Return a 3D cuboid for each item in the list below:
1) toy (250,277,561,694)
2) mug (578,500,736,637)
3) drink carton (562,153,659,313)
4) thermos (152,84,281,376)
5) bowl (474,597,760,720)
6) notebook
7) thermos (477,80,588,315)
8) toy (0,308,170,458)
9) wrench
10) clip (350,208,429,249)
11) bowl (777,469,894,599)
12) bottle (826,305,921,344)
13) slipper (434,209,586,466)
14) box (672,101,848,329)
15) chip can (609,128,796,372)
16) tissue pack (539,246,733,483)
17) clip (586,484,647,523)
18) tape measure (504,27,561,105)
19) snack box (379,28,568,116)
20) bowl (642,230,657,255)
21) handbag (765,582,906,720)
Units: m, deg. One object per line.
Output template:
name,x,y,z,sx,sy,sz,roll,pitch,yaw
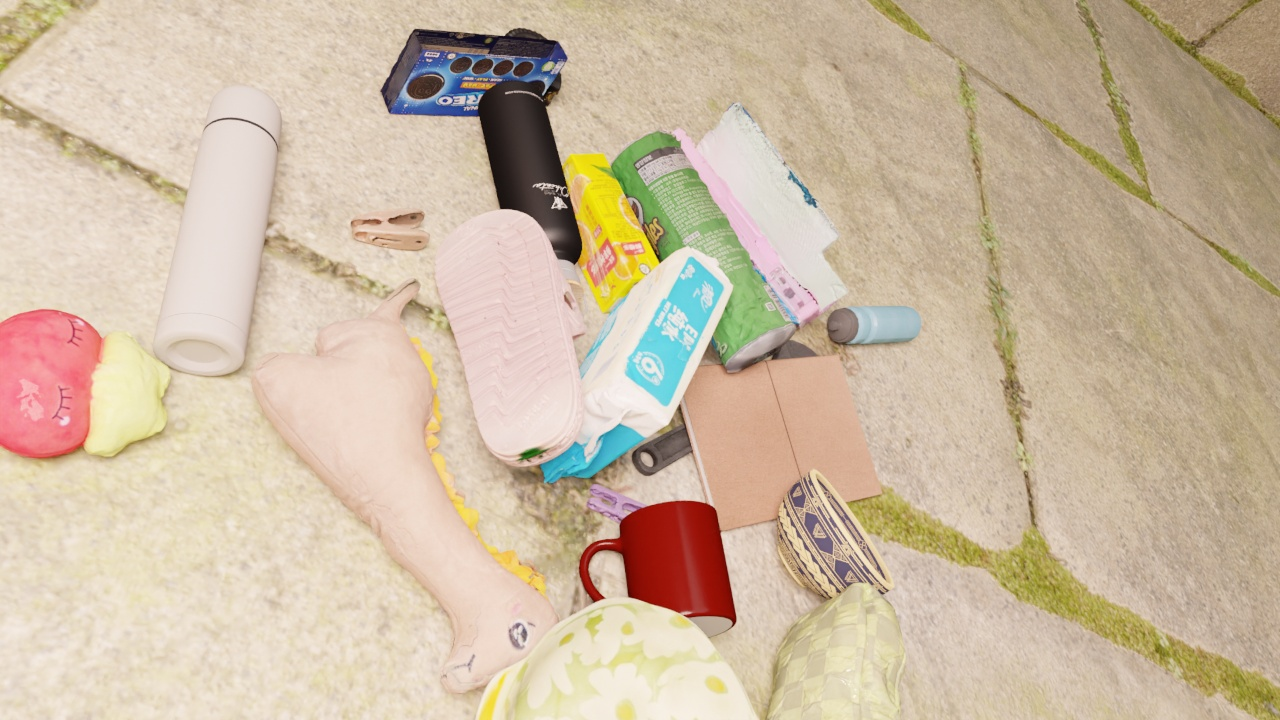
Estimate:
toy,-0.130,0.077,0.606,0.264,0.065,0.195,47,45,-4
mug,0.010,0.154,0.656,0.105,0.073,0.082,-5,59,-6
drink carton,-0.034,-0.113,0.814,0.042,0.059,0.134,-11,68,-39
thermos,-0.281,-0.097,0.622,0.052,0.052,0.223,14,53,-29
bowl,-0.014,0.247,0.564,0.219,0.060,0.188,23,55,-25
notebook,0.127,0.067,0.823,0.208,0.008,0.141,-4,73,-38
thermos,-0.090,-0.133,0.784,0.061,0.061,0.231,4,58,-35
toy,-0.335,0.010,0.511,0.135,0.045,0.091,17,49,-34
wrench,0.088,0.042,0.825,0.272,0.018,0.073,-24,77,-43
clip,-0.196,-0.110,0.716,0.061,0.025,0.043,6,57,-29
bowl,0.149,0.153,0.750,0.112,0.061,0.112,51,12,-15
bottle,0.248,-0.038,0.983,0.129,0.040,0.040,-3,62,-38
slipper,-0.087,-0.019,0.679,0.064,0.094,0.239,52,14,-51
box,0.126,-0.150,0.918,0.230,0.097,0.085,54,9,9
chip can,0.054,-0.097,0.813,0.075,0.076,0.223,-14,68,-42
tissue pack,-0.004,0.004,0.711,0.066,0.117,0.208,40,45,-11
clip,-0.017,0.110,0.701,0.053,0.013,0.036,17,50,-24
tape measure,-0.113,-0.290,0.898,0.067,0.038,0.062,13,61,-26
snack box,-0.146,-0.251,0.812,0.149,0.082,0.027,-12,69,-40
bowl,0.017,-0.136,0.891,0.101,0.026,0.114,4,57,-35
handbag,0.152,0.260,0.652,0.117,0.113,0.185,40,43,-17
